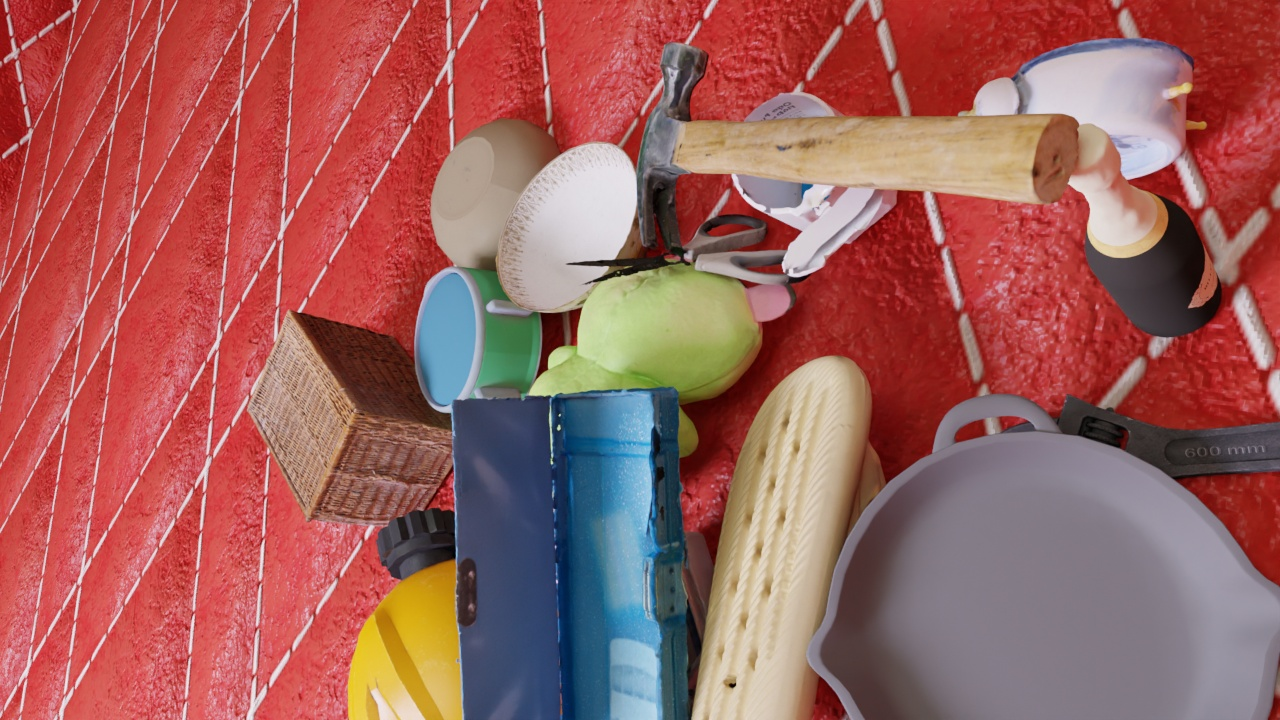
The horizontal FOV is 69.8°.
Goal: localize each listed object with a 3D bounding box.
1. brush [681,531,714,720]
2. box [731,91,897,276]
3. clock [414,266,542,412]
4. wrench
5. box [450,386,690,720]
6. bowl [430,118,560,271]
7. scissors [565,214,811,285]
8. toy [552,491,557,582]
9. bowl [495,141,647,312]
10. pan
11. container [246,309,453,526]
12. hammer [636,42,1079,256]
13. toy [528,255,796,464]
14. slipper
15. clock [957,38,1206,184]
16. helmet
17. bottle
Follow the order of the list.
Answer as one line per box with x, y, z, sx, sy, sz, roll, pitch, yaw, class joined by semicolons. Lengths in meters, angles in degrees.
0.026;0.184;0.581;0.076;0.055;0.135;-38;55;32;brush
0.114;-0.099;0.553;0.084;0.146;0.136;-38;64;28;box
-0.146;-0.019;0.784;0.162;0.075;0.122;17;100;52;clock
0.300;0.040;0.428;0.274;0.018;0.073;-11;69;36;wrench
-0.040;0.132;0.520;0.094;0.112;0.231;-2;89;40;box
-0.145;-0.158;0.847;0.153;0.050;0.152;-15;66;36;bowl
0.033;-0.073;0.617;0.149;0.165;0.013;-73;-9;-55;scissors
-0.056;0.126;0.653;0.053;0.099;0.095;-28;66;4;toy
-0.040;-0.094;0.724;0.145;0.063;0.145;-19;58;33;bowl
0.199;0.191;0.428;0.217;0.024;0.354;-10;76;13;pan
-0.261;0.053;0.830;0.198;0.113;0.113;42;108;42;container
0.080;-0.108;0.478;0.331;0.033;0.132;27;105;61;hammer
-0.004;0.004;0.636;0.150;0.107;0.197;32;94;48;toy
0.094;0.129;0.528;0.111;0.079;0.261;-18;53;61;slipper
0.231;-0.130;0.498;0.126;0.088;0.052;-2;80;39;clock
-0.136;0.230;0.653;0.206;0.131;0.255;-39;55;23;helmet
0.222;-0.057;0.413;0.045;0.184;0.045;-15;66;36;bottle
